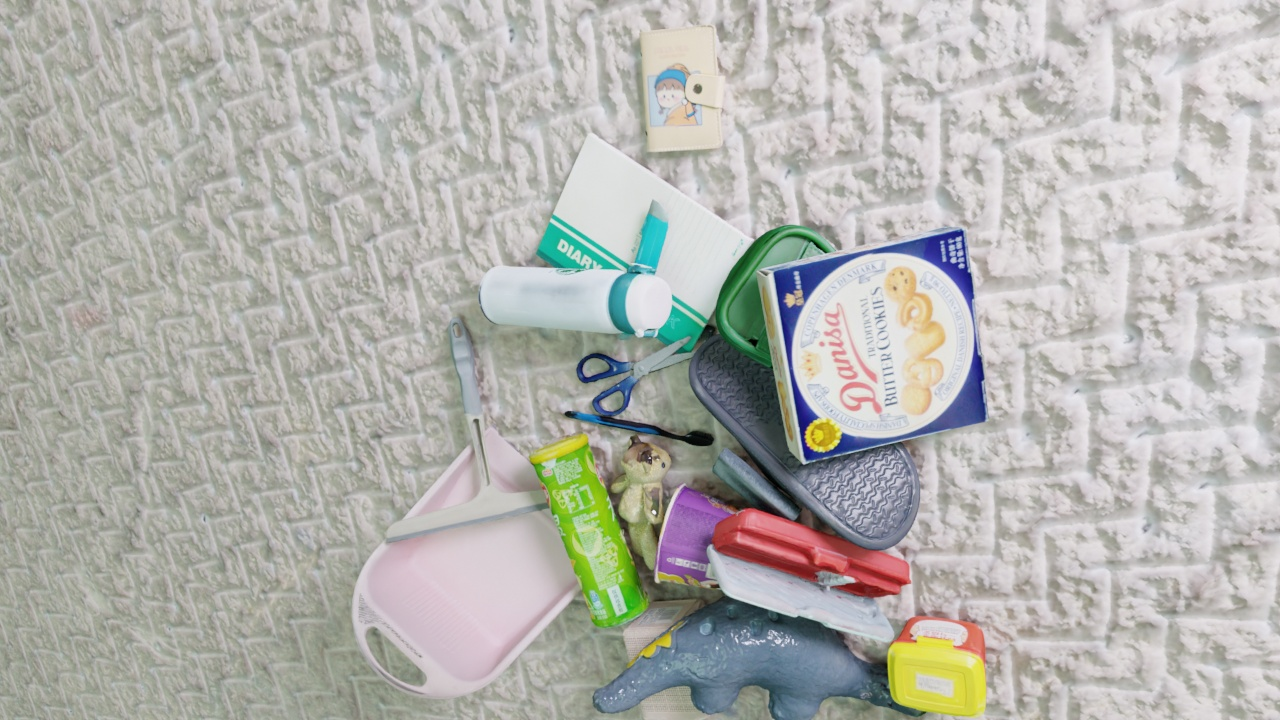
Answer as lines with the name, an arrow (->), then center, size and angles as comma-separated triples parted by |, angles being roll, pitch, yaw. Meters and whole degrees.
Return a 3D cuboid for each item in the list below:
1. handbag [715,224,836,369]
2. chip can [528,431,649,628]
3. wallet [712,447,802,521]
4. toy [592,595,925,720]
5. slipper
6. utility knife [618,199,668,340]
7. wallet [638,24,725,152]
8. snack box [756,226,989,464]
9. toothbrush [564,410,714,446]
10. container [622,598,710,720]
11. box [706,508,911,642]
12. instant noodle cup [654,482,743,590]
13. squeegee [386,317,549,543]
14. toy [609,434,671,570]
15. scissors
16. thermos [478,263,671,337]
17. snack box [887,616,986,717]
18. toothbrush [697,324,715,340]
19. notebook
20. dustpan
handbag -> 0.139, -0.055, 0.867 | 0.120, 0.068, 0.131 | 36, 97, -5
chip can -> -0.057, 0.195, 1.047 | 0.073, 0.072, 0.221 | -18, 94, 31
wallet -> 0.116, 0.133, 0.946 | 0.097, 0.121, 0.019 | 41, 79, 10
toy -> 0.130, 0.319, 0.977 | 0.356, 0.091, 0.137 | 5, 79, -3
slipper -> 0.161, 0.077, 0.913 | 0.268, 0.083, 0.110 | 42, 80, 19
utility knife -> 0.001, -0.088, 0.947 | 0.029, 0.013, 0.161 | 29, 121, 20
wallet -> 0.042, -0.260, 0.885 | 0.087, 0.024, 0.115 | 7, 109, 30
snack box -> 0.210, -0.013, 0.824 | 0.182, 0.045, 0.178 | -13, 104, -3
toothbrush -> -0.004, 0.074, 1.035 | 0.190, 0.016, 0.014 | 9, 121, 27
container -> 0.040, 0.344, 1.065 | 0.090, 0.090, 0.111 | -12, 99, 30
box -> 0.163, 0.222, 0.903 | 0.201, 0.091, 0.095 | 20, 150, -18
instant noodle cup -> 0.077, 0.197, 0.987 | 0.099, 0.111, 0.112 | 12, 113, 13
squeegee -> -0.199, 0.071, 1.097 | 0.246, 0.039, 0.246 | -11, 85, -8
toy -> 0.007, 0.163, 1.037 | 0.105, 0.066, 0.157 | -139, 41, -60
scissors -> 0.000, 0.020, 0.997 | 0.173, 0.012, 0.128 | 11, 117, 34
thermos -> -0.069, -0.066, 0.959 | 0.225, 0.073, 0.073 | 6, 111, 38
snack box -> 0.301, 0.301, 0.919 | 0.091, 0.079, 0.082 | 1, 109, 27
toothbrush -> -0.006, -0.033, 0.996 | 0.189, 0.014, 0.017 | 3, 121, 26
notebook -> -0.002, -0.118, 0.954 | 0.209, 0.012, 0.151 | 36, 118, 15
dustpan -> -0.193, 0.249, 1.067 | 0.222, 0.138, 0.273 | 38, 98, 8
